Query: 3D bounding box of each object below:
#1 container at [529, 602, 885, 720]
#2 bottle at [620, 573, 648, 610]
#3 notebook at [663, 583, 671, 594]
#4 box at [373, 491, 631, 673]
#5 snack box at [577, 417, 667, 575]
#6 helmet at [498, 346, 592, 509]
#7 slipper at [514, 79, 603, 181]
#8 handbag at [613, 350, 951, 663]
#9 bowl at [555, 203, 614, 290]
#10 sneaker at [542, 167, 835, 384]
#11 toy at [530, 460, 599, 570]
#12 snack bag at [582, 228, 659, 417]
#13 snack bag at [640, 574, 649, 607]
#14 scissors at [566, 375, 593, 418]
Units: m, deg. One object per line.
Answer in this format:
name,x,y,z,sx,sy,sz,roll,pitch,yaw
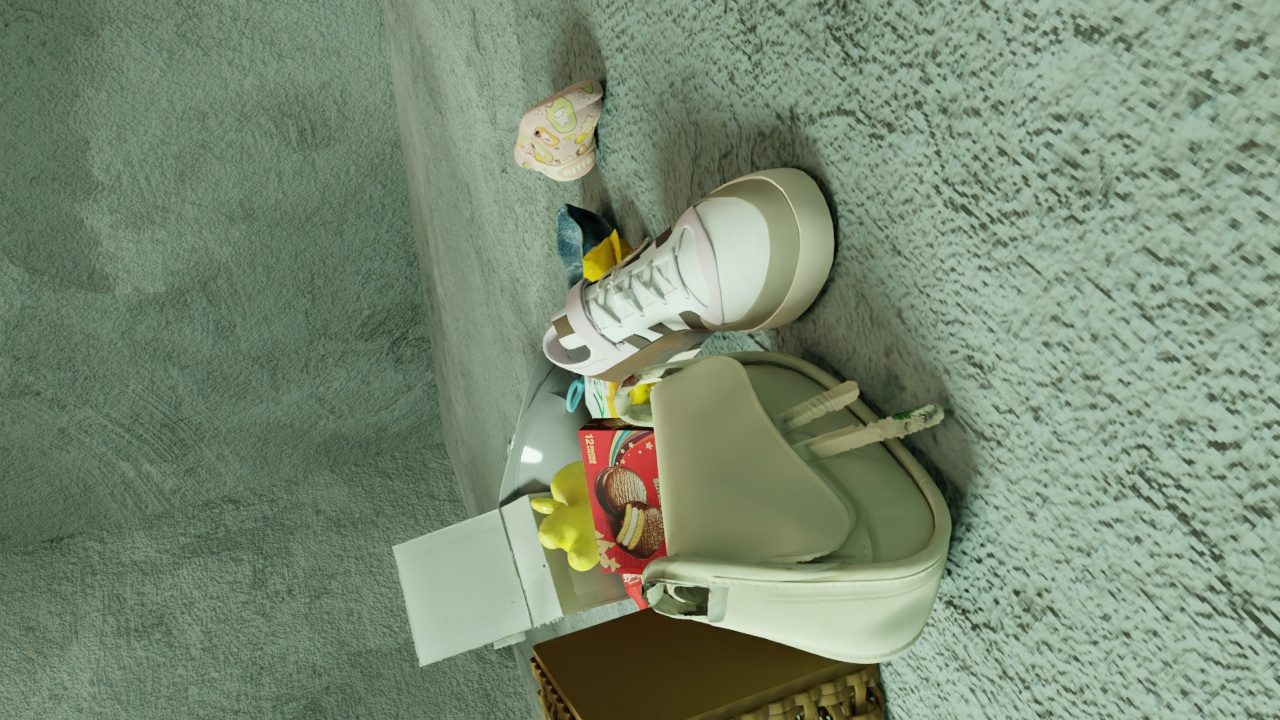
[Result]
container,0.057,0.341,0.762,0.252,0.219,0.214,179,78,-72
bottle,-0.007,0.284,1.218,0.036,0.036,0.119,124,130,-67
notebook,0.043,0.238,1.052,0.167,0.024,0.226,-138,38,-59
box,-0.177,0.290,1.240,0.165,0.330,0.167,81,171,-72
snack box,0.018,0.133,0.889,0.035,0.133,0.152,-38,-57,-61
helmet,-0.106,0.099,1.267,0.183,0.118,0.271,-66,-6,-74
slipper,-0.080,-0.239,1.002,0.081,0.093,0.197,57,165,-6
handbag,0.082,0.063,0.582,0.228,0.184,0.132,-100,10,-57
bowl,-0.056,-0.125,1.038,0.110,0.055,0.110,166,90,-72
sneaker,0.015,-0.055,0.690,0.295,0.116,0.111,-27,76,55
toy,-0.056,0.184,1.109,0.134,0.207,0.092,40,121,3
snack bag,-0.006,0.006,0.959,0.159,0.068,0.248,-120,24,-44
snack bag,0.016,0.272,1.081,0.026,0.020,0.099,163,92,-75
scissors,-0.061,0.023,1.087,0.129,0.015,0.135,-35,-53,-62
